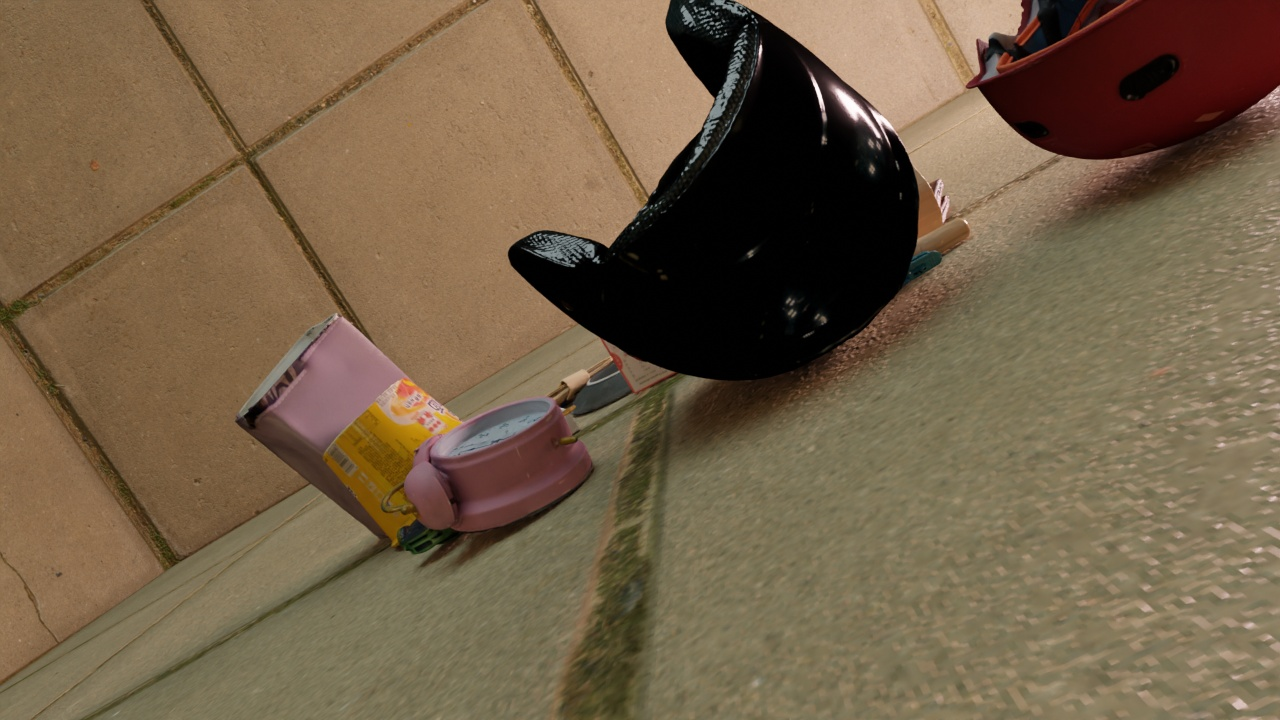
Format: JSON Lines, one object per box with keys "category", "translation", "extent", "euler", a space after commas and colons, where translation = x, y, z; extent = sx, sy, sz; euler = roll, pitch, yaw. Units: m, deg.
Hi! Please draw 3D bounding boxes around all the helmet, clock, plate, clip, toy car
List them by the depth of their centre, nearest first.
{"category": "helmet", "translation": [0.332, -0.206, 0.585], "extent": [0.239, 0.144, 0.207], "euler": [-50, 14, -25]}
{"category": "helmet", "translation": [0.058, -0.098, 0.637], "extent": [0.233, 0.230, 0.275], "euler": [-56, 2, -3]}
{"category": "clip", "translation": [0.195, -0.064, 0.679], "extent": [0.056, 0.014, 0.043], "euler": [-29, 7, 2]}
{"category": "clock", "translation": [-0.118, 0.080, 0.688], "extent": [0.158, 0.060, 0.117], "euler": [-22, 15, -1]}
{"category": "toy car", "translation": [-0.158, 0.128, 0.744], "extent": [0.043, 0.036, 0.091], "euler": [-27, 8, 26]}
{"category": "plate", "translation": [-0.006, 0.006, 1.019], "extent": [0.179, 0.024, 0.179], "euler": [-31, 7, 4]}

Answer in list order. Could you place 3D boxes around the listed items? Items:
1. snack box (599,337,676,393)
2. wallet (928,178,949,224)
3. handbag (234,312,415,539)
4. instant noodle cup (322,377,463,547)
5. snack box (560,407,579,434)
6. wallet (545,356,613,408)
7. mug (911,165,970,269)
{"category": "snack box", "translation": [0.039, -0.034, 0.879], "extent": [0.156, 0.077, 0.027], "euler": [-28, 8, 27]}
{"category": "wallet", "translation": [0.233, -0.123, 0.876], "extent": [0.125, 0.032, 0.101], "euler": [-28, 10, 30]}
{"category": "handbag", "translation": [-0.300, 0.072, 0.959], "extent": [0.099, 0.197, 0.144], "euler": [-21, 31, 42]}
{"category": "instant noodle cup", "translation": [-0.223, 0.091, 0.872], "extent": [0.138, 0.110, 0.138], "euler": [-45, 4, 4]}
{"category": "snack box", "translation": [-0.118, 0.080, 0.962], "extent": [0.084, 0.027, 0.157], "euler": [-33, 6, -12]}
{"category": "wallet", "translation": [-0.083, 0.035, 1.097], "extent": [0.115, 0.024, 0.087], "euler": [-32, -6, -18]}
{"category": "mug", "translation": [0.190, -0.101, 0.745], "extent": [0.103, 0.084, 0.124], "euler": [-30, 31, -3]}
